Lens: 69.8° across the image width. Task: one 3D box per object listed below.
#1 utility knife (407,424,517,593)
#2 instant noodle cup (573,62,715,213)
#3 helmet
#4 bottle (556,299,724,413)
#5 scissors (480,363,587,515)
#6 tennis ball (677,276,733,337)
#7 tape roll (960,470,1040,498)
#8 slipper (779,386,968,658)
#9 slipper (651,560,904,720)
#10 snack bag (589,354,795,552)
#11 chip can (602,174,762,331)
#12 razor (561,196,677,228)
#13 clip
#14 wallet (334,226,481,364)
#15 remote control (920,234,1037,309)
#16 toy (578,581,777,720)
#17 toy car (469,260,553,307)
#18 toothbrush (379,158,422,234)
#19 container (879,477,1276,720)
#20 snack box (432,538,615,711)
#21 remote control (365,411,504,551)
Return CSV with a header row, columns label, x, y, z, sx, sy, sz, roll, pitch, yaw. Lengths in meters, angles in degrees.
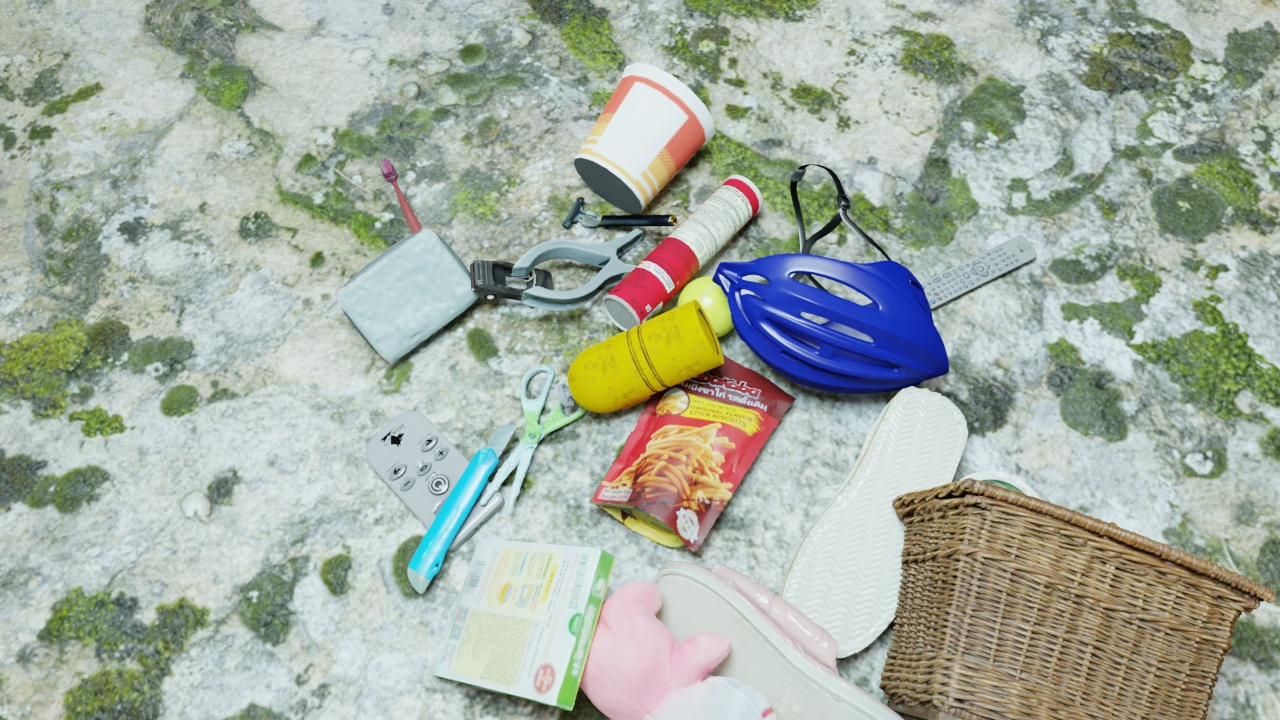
label,x,y,z,sx,sy,sz,roll,pitch,yaw
utility knife,-0.173,0.139,0.896,0.031,0.015,0.185,27,74,9
instant noodle cup,-0.002,-0.242,1.027,0.123,0.123,0.121,32,79,18
helmet,0.195,-0.080,0.910,0.241,0.148,0.227,14,68,-3
bottle,-0.005,0.005,0.913,0.164,0.071,0.071,-24,64,13
scissors,-0.103,0.082,0.929,0.093,0.032,0.174,14,65,6
tennis ball,0.071,-0.055,0.957,0.065,0.065,0.065,-2,65,4
tape roll,0.332,0.150,0.864,0.094,0.018,0.093,-2,65,4
slipper,0.219,0.148,0.856,0.114,0.054,0.272,30,76,14
slipper,0.122,0.266,0.787,0.274,0.114,0.054,34,30,24
snack bag,0.052,0.082,0.913,0.139,0.067,0.207,23,60,21
chip can,0.047,-0.115,0.977,0.052,0.052,0.214,35,64,19
razor,-0.021,-0.157,1.021,0.144,0.022,0.042,10,63,33
clip,-0.064,-0.114,0.994,0.163,0.028,0.115,-13,65,-23
wallet,-0.250,-0.071,0.988,0.131,0.054,0.100,-38,98,-11
remote control,0.357,-0.094,0.977,0.136,0.013,0.033,-25,66,-7
toy,0.032,0.296,0.770,0.213,0.084,0.142,42,115,17
toy car,-0.137,-0.086,0.991,0.092,0.037,0.040,8,59,-28
toothbrush,-0.266,-0.164,1.065,0.016,0.016,0.189,-26,65,-7
container,0.324,0.226,0.734,0.250,0.162,0.183,20,74,0
snack box,-0.106,0.228,0.814,0.168,0.027,0.131,-6,58,43
remote control,-0.212,0.116,0.928,0.074,0.019,0.151,-43,69,-14
